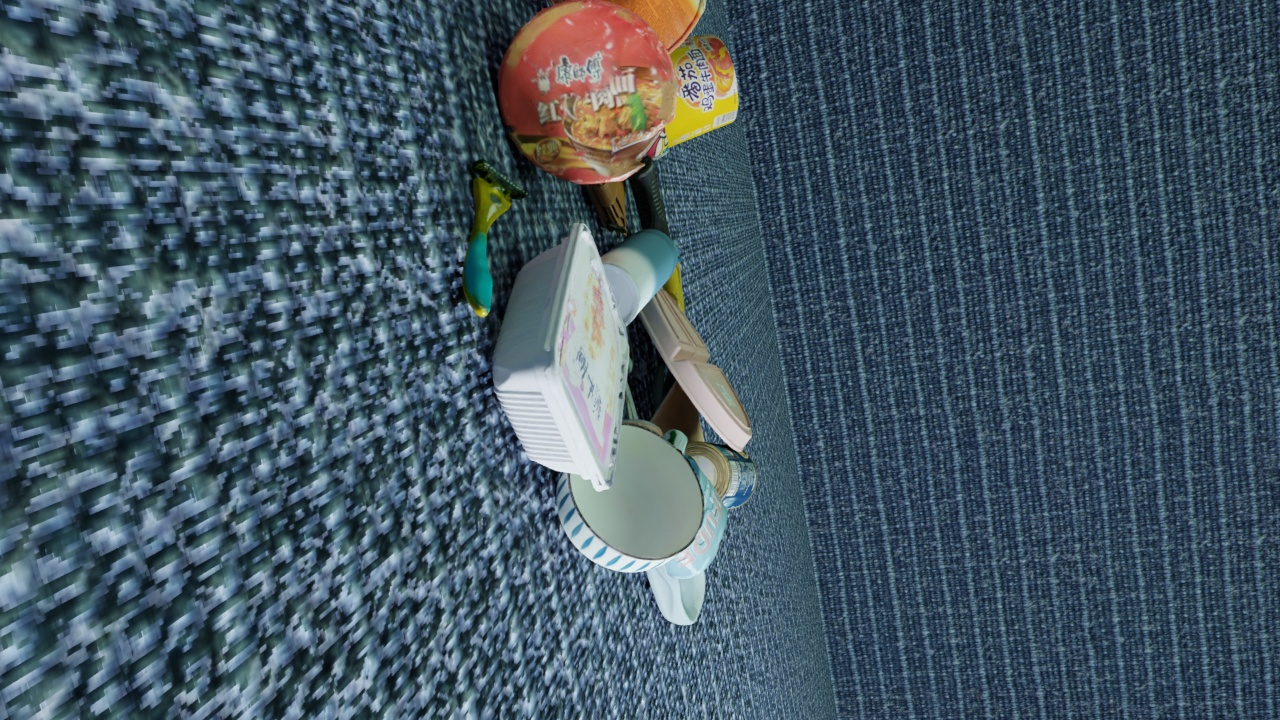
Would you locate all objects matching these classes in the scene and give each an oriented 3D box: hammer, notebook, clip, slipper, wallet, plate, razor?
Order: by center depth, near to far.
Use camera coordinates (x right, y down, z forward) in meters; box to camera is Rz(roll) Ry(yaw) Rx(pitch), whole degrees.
[{"bbox_3d":[-0.102,-0.076,0.604,0.043,0.028,0.132,38,37,-38],"label":"razor"},{"bbox_3d":[0.048,0.180,0.925,0.103,0.074,0.246,-65,153,-47],"label":"slipper"},{"bbox_3d":[-0.042,-0.198,0.932,0.131,0.035,0.118,65,15,-52],"label":"wallet"},{"bbox_3d":[-0.005,0.007,0.987,0.058,0.041,0.026,23,59,-76],"label":"clip"},{"bbox_3d":[0.038,0.120,1.036,0.210,0.012,0.149,-54,136,-58],"label":"notebook"},{"bbox_3d":[0.061,0.001,1.044,0.229,0.028,0.229,55,9,-14],"label":"plate"},{"bbox_3d":[0.022,-0.141,1.099,0.301,0.033,0.128,70,14,-62],"label":"hammer"}]

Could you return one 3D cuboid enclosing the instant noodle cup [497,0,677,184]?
[{"bbox_3d":[-0.041,-0.224,0.749,0.108,0.138,0.138,-89,166,-67],"label":"instant noodle cup"}]

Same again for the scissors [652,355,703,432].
[{"bbox_3d":[0.045,0.085,1.101,0.181,0.019,0.170,51,38,-54],"label":"scissors"}]

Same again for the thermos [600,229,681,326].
[{"bbox_3d":[-0.010,-0.085,0.909,0.220,0.070,0.070,-55,135,-69],"label":"thermos"}]

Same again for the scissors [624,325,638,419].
[{"bbox_3d":[-0.016,0.026,0.910,0.159,0.014,0.176,-86,159,-51],"label":"scissors"}]

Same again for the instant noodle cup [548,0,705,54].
[{"bbox_3d":[-0.026,-0.365,0.868,0.111,0.152,0.151,40,42,-58],"label":"instant noodle cup"}]

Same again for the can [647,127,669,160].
[{"bbox_3d":[-0.009,-0.273,1.030,0.066,0.066,0.094,-73,151,-61],"label":"can"}]

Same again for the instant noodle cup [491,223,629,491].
[{"bbox_3d":[-0.058,-0.002,0.677,0.173,0.060,0.138,-82,159,-47],"label":"instant noodle cup"}]

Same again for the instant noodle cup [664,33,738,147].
[{"bbox_3d":[0.048,-0.329,1.113,0.138,0.109,0.138,161,-89,-79],"label":"instant noodle cup"}]

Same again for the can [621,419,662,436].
[{"bbox_3d":[-0.008,0.115,0.815,0.058,0.058,0.116,58,27,-59],"label":"can"}]

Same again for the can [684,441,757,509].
[{"bbox_3d":[0.080,0.129,1.023,0.111,0.075,0.075,19,63,-67],"label":"can"}]

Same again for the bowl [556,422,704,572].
[{"bbox_3d":[-0.016,0.115,0.720,0.066,0.116,0.116,-51,-152,45],"label":"bowl"}]
